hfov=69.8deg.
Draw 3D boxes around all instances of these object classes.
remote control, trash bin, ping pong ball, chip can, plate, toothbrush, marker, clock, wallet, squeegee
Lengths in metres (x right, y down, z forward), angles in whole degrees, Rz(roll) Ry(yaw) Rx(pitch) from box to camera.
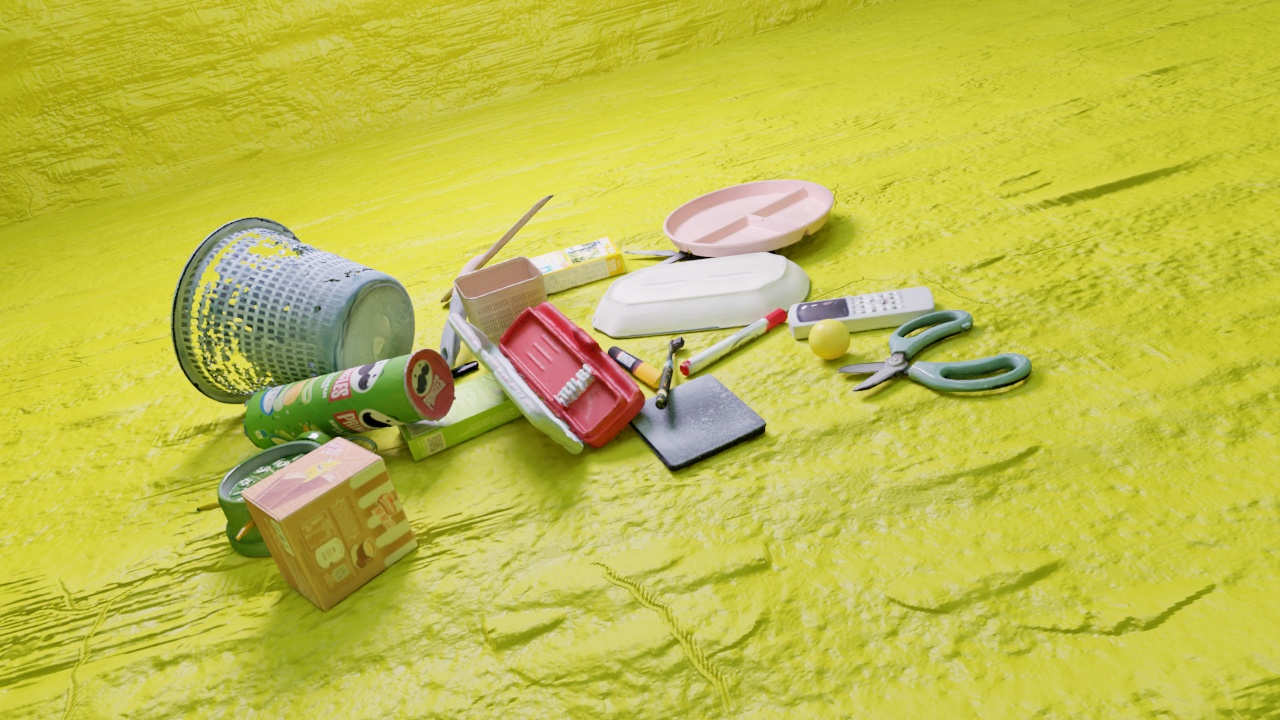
[{"bbox_3d":[0.232,-0.052,0.967,0.150,0.021,0.058,-7,27,12],"label":"remote control"},{"bbox_3d":[-0.382,-0.042,1.065,0.195,0.227,0.225,11,34,21],"label":"trash bin"},{"bbox_3d":[0.187,-0.021,0.905,0.040,0.040,0.040,-11,26,5],"label":"ping pong ball"},{"bbox_3d":[-0.303,0.044,0.943,0.237,0.072,0.072,-12,24,28],"label":"chip can"},{"bbox_3d":[0.068,-0.085,1.100,0.266,0.034,0.161,-5,27,18],"label":"plate"},{"bbox_3d":[0.031,0.009,0.924,0.017,0.012,0.185,-26,14,14],"label":"toothbrush"},{"bbox_3d":[-0.006,0.006,0.979,0.018,0.015,0.124,-52,31,-4],"label":"marker"},{"bbox_3d":[-0.323,0.117,0.866,0.116,0.056,0.160,14,37,43],"label":"clock"},{"bbox_3d":[0.047,0.056,0.850,0.097,0.019,0.121,-23,29,-14],"label":"wallet"},{"bbox_3d":[-0.242,0.026,1.056,0.124,0.015,0.018,-25,31,-25],"label":"marker"},{"bbox_3d":[0.145,-0.191,1.234,0.229,0.028,0.229,-11,28,6],"label":"plate"},{"bbox_3d":[-0.217,-0.079,1.145,0.248,0.040,0.249,-37,28,32],"label":"squeegee"},{"bbox_3d":[0.100,-0.020,0.975,0.145,0.017,0.017,-29,30,-28],"label":"marker"}]

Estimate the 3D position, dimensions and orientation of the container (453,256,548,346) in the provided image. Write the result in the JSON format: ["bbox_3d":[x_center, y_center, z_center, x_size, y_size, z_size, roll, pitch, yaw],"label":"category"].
[{"bbox_3d":[-0.147,-0.045,1.040,0.089,0.111,0.090,-21,27,-13],"label":"container"}]

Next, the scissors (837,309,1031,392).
[{"bbox_3d":[0.276,-0.010,0.867,0.170,0.019,0.180,-4,29,23],"label":"scissors"}]

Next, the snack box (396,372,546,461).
[{"bbox_3d":[-0.176,0.049,0.964,0.156,0.026,0.086,-23,28,-18],"label":"snack box"}]

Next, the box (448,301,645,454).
[{"bbox_3d":[-0.096,0.000,0.889,0.102,0.100,0.201,-44,47,-4],"label":"box"}]

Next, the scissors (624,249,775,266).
[{"bbox_3d":[0.085,-0.155,1.247,0.234,0.022,0.220,8,33,37],"label":"scissors"}]

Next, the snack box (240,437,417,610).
[{"bbox_3d":[-0.256,0.132,0.760,0.077,0.093,0.094,14,38,44],"label":"snack box"}]

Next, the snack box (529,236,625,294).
[{"bbox_3d":[-0.098,-0.130,1.278,0.140,0.034,0.087,-19,26,-6],"label":"snack box"}]
